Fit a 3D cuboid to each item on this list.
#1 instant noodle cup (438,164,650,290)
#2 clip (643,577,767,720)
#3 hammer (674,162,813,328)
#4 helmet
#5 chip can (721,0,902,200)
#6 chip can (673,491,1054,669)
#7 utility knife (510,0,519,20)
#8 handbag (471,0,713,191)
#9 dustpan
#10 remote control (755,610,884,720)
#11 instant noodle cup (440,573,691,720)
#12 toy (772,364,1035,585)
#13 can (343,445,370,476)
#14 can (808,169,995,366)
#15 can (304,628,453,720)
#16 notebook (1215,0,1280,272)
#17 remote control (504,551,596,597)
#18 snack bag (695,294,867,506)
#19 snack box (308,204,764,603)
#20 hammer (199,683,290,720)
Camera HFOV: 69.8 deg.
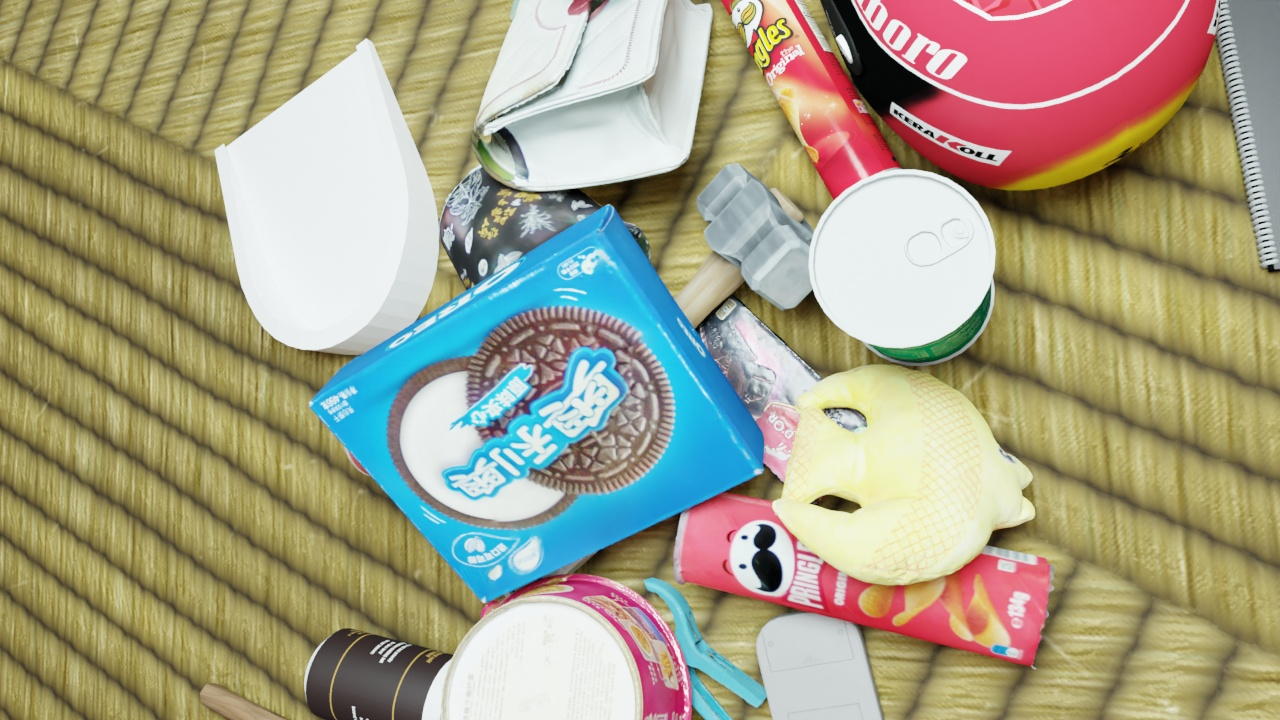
[{"bbox_3d":[-0.079,-0.080,0.685,0.137,0.137,0.112,-47,62,12],"label":"instant noodle cup"},{"bbox_3d":[0.018,0.230,0.674,0.121,0.031,0.130,-34,74,11],"label":"clip"},{"bbox_3d":[-0.004,0.004,0.674,0.323,0.051,0.117,-47,37,19],"label":"hammer"},{"bbox_3d":[0.203,-0.232,0.532,0.198,0.224,0.271,-32,77,16],"label":"helmet"},{"bbox_3d":[0.114,-0.209,0.656,0.052,0.051,0.214,-30,76,16],"label":"chip can"},{"bbox_3d":[0.143,0.139,0.608,0.233,0.073,0.073,9,89,21],"label":"chip can"},{"bbox_3d":[-0.006,-0.310,0.729,0.225,0.015,0.031,-6,85,24],"label":"utility knife"},{"bbox_3d":[-0.033,-0.219,0.647,0.142,0.096,0.198,-5,52,19],"label":"handbag"},{"bbox_3d":[-0.280,-0.131,0.801,0.192,0.053,0.257,-28,76,17],"label":"dustpan"},{"bbox_3d":[0.130,0.248,0.632,0.074,0.019,0.151,-16,81,19],"label":"remote control"},{"bbox_3d":[-0.059,0.233,0.628,0.179,0.078,0.178,-4,71,13],"label":"instant noodle cup"},{"bbox_3d":[0.168,0.067,0.579,0.155,0.065,0.170,8,46,13],"label":"toy"},{"bbox_3d":[-0.156,0.048,0.718,0.170,0.067,0.067,-14,81,30],"label":"can"},{"bbox_3d":[0.168,-0.051,0.573,0.099,0.143,0.099,-2,85,21],"label":"can"},{"bbox_3d":[-0.197,0.260,0.729,0.129,0.071,0.072,6,88,21],"label":"can"},{"bbox_3d":[0.438,-0.166,0.547,0.149,0.016,0.206,-9,83,19],"label":"notebook"},{"bbox_3d":[-0.053,0.131,0.709,0.143,0.024,0.049,-43,73,11],"label":"remote control"},{"bbox_3d":[0.094,0.027,0.665,0.155,0.018,0.075,45,101,16],"label":"snack bag"},{"bbox_3d":[-0.066,0.040,0.615,0.239,0.056,0.195,-29,111,18],"label":"snack box"},{"bbox_3d":[-0.247,0.325,0.746,0.329,0.052,0.098,11,134,28],"label":"hammer"}]
